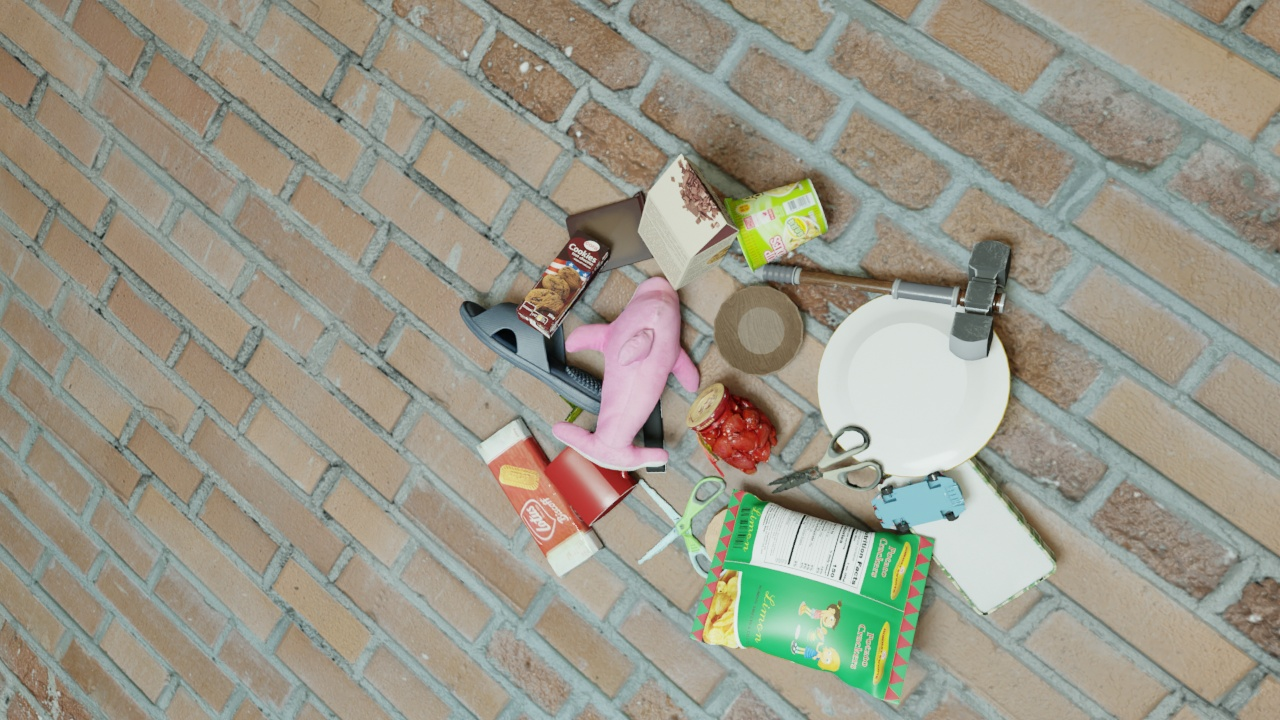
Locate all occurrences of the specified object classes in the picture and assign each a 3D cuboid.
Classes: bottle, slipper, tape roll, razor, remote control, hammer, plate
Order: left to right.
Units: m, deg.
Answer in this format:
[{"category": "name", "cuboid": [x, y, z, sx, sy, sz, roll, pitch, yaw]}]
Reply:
[{"category": "slipper", "cuboid": [-0.130, -0.024, 1.250, 0.263, 0.101, 0.083, 35, 104, 10]}, {"category": "razor", "cuboid": [-0.120, 0.038, 1.290, 0.106, 0.026, 0.042, 44, 107, 15]}, {"category": "remote control", "cuboid": [0.016, 0.092, 1.252, 0.028, 0.011, 0.124, -3, 92, 19]}, {"category": "bottle", "cuboid": [0.116, 0.091, 1.178, 0.111, 0.098, 0.099, 38, 106, -17]}, {"category": "tape roll", "cuboid": [0.133, 0.235, 1.206, 0.094, 0.027, 0.094, 1, 93, 10]}, {"category": "hammer", "cuboid": [0.276, -0.093, 1.125, 0.323, 0.043, 0.155, 11, 67, 27]}, {"category": "plate", "cuboid": [0.323, 0.025, 1.109, 0.230, 0.021, 0.229, -5, 79, 28]}]

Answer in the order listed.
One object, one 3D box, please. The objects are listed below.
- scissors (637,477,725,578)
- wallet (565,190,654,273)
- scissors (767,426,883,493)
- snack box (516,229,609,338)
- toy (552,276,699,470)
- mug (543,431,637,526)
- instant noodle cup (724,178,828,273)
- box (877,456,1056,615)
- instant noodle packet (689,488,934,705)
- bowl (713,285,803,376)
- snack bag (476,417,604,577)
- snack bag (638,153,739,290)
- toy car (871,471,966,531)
[{"category": "scissors", "cuboid": [0.057, 0.225, 1.246, 0.172, 0.021, 0.172, 45, 107, 6]}, {"category": "wallet", "cuboid": [-0.039, -0.171, 1.254, 0.116, 0.018, 0.091, -14, 89, 16]}, {"category": "scissors", "cuboid": [0.232, 0.148, 1.153, 0.132, 0.012, 0.170, 44, 121, 26]}, {"category": "snack box", "cuboid": [-0.102, -0.102, 1.216, 0.051, 0.032, 0.140, 32, 72, 10]}, {"category": "toy", "cuboid": [-0.007, 0.007, 1.170, 0.186, 0.128, 0.265, 17, 78, -4]}, {"category": "mug", "cuboid": [-0.057, 0.150, 1.242, 0.096, 0.080, 0.117, 49, 113, 10]}, {"category": "instant noodle cup", "cuboid": [0.172, -0.173, 1.144, 0.108, 0.099, 0.099, -21, 87, 11]}, {"category": "box", "cuboid": [0.393, 0.195, 1.113, 0.118, 0.050, 0.205, -43, 79, 20]}, {"category": "instant noodle packet", "cuboid": [0.207, 0.279, 1.113, 0.253, 0.090, 0.195, 12, 71, 20]}, {"category": "bowl", "cuboid": [0.154, -0.038, 1.187, 0.118, 0.030, 0.118, 1, 94, 19]}, {"category": "snack bag", "cuboid": [-0.143, 0.194, 1.298, 0.078, 0.041, 0.225, -36, 81, 15]}, {"category": "snack bag", "cuboid": [0.060, -0.169, 1.114, 0.069, 0.206, 0.094, -31, 83, -11]}, {"category": "toy car", "cuboid": [0.333, 0.166, 1.093, 0.108, 0.027, 0.060, -24, 93, 37]}]
